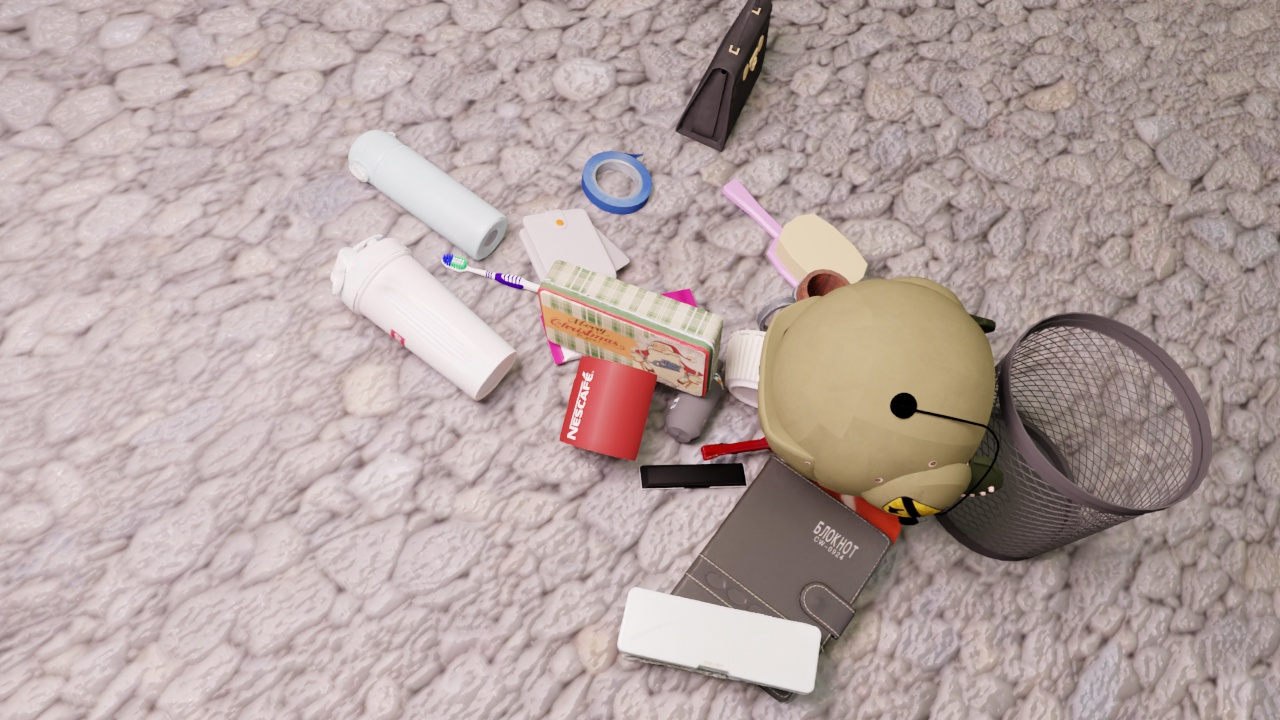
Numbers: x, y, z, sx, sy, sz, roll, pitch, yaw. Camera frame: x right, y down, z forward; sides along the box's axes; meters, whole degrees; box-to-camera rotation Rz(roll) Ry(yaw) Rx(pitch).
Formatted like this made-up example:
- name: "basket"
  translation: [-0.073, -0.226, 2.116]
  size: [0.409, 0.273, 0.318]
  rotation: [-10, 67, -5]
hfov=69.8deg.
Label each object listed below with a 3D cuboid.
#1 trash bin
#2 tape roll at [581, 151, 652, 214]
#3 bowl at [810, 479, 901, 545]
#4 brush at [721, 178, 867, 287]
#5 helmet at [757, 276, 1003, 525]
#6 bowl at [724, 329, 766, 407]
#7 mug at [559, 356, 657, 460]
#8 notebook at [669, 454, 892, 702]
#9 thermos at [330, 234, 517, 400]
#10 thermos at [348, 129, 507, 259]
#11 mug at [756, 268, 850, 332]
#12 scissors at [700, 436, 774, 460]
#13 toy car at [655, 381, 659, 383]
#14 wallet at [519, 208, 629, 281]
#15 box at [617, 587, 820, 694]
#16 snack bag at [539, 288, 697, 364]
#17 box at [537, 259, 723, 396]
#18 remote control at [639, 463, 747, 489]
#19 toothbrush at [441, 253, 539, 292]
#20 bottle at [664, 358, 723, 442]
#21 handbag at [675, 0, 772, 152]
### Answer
- name: "trash bin"
  translation: [0.448, 0.098, 1.013]
  size: [0.217, 0.228, 0.217]
  rotation: [5, 61, -9]
- name: "tape roll"
  translation: [-0.031, -0.236, 1.214]
  size: [0.091, 0.016, 0.093]
  rotation: [-2, 63, -13]
- name: "bowl"
  translation: [0.232, 0.171, 1.040]
  size: [0.122, 0.035, 0.121]
  rotation: [5, 61, -9]
- name: "brush"
  translation: [0.197, -0.166, 1.210]
  size: [0.089, 0.043, 0.228]
  rotation: [-36, 75, -26]
- name: "helmet"
  translation: [0.233, 0.032, 0.930]
  size: [0.232, 0.256, 0.249]
  rotation: [13, 66, -13]
- name: "bowl"
  translation: [0.149, 0.018, 1.068]
  size: [0.115, 0.115, 0.062]
  rotation: [21, 74, 0]
- name: "mug"
  translation: [-0.045, 0.051, 1.012]
  size: [0.080, 0.116, 0.096]
  rotation: [17, 85, -35]
- name: "notebook"
  translation: [0.148, 0.229, 0.973]
  size: [0.169, 0.029, 0.208]
  rotation: [36, 77, 11]
- name: "thermos"
  translation: [-0.244, -0.051, 1.026]
  size: [0.220, 0.100, 0.099]
  rotation: [39, 61, 6]
- name: "thermos"
  translation: [-0.262, -0.206, 1.121]
  size: [0.207, 0.065, 0.077]
  rotation: [36, 54, 8]
- name: "mug"
  translation: [0.191, -0.050, 1.106]
  size: [0.117, 0.111, 0.081]
  rotation: [-9, 64, -17]
- name: "scissors"
  translation: [0.155, 0.123, 1.052]
  size: [0.198, 0.015, 0.179]
  rotation: [13, 70, -19]
- name: "toy car"
  translation: [-0.006, 0.006, 1.077]
  size: [0.092, 0.037, 0.040]
  rotation: [-10, 65, -17]
- name: "wallet"
  translation: [-0.078, -0.137, 1.136]
  size: [0.115, 0.038, 0.118]
  rotation: [-13, 61, -26]
- name: "box"
  translation: [0.078, 0.278, 0.918]
  size: [0.199, 0.067, 0.083]
  rotation: [9, 92, 5]
- name: "snack bag"
  translation: [-0.019, -0.042, 1.113]
  size: [0.196, 0.016, 0.070]
  rotation: [-12, 63, -18]
- name: "box"
  translation: [-0.011, -0.032, 1.015]
  size: [0.205, 0.118, 0.050]
  rotation: [22, 60, 11]
- name: "remote control"
  translation: [0.061, 0.130, 1.039]
  size: [0.124, 0.012, 0.028]
  rotation: [0, 62, -12]
- name: "toothbrush"
  translation: [-0.151, -0.095, 1.114]
  size: [0.186, 0.016, 0.015]
  rotation: [17, 58, -2]
- name: "bottle"
  translation: [0.067, 0.043, 1.067]
  size: [0.047, 0.047, 0.112]
  rotation: [28, 60, 4]
- name: "handbag"
  translation: [0.131, -0.420, 1.244]
  size: [0.072, 0.196, 0.175]
  rotation: [25, 60, 2]
